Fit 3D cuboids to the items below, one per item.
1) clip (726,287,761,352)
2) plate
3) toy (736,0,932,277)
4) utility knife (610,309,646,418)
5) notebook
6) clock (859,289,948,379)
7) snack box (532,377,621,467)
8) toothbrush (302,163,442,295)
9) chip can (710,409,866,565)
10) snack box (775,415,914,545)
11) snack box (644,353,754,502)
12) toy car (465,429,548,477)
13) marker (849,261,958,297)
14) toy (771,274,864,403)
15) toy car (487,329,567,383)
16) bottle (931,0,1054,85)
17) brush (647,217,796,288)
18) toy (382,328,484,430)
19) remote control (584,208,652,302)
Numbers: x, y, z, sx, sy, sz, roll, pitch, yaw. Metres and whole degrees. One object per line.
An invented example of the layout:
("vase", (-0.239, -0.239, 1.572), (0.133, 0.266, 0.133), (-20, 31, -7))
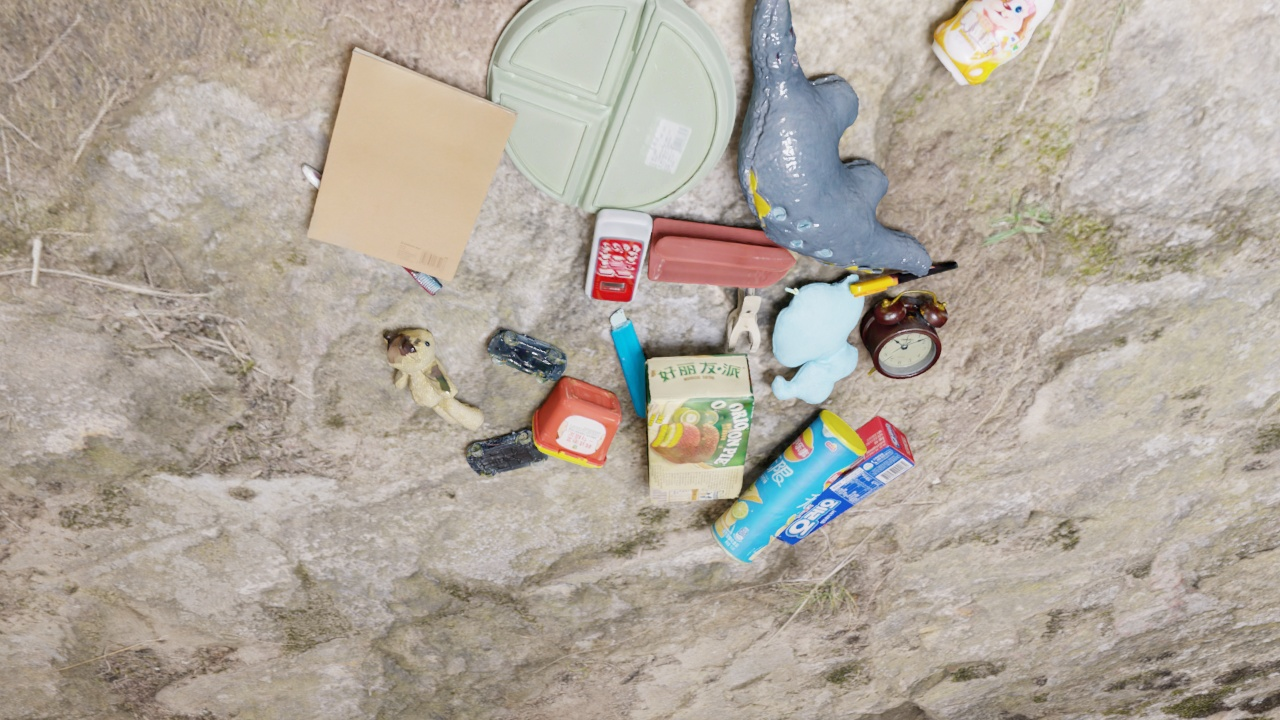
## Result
("clip", (0.114, -0.050, 1.000), (0.034, 0.070, 0.100), (-1, 137, 0))
("plate", (-0.028, -0.227, 0.834), (0.230, 0.027, 0.231), (3, 132, 4))
("toy", (0.162, -0.178, 0.861), (0.138, 0.091, 0.356), (-33, 127, 9))
("utility knife", (-0.006, 0.006, 1.057), (0.034, 0.018, 0.161), (-14, 128, 5))
("notebook", (-0.221, -0.174, 0.870), (0.149, 0.012, 0.212), (18, 131, -16))
("clock", (0.290, -0.033, 1.009), (0.082, 0.055, 0.122), (2, 133, -3))
("snack box", (-0.072, 0.072, 1.072), (0.091, 0.082, 0.080), (21, 117, -20))
("toothbrush", (-0.269, -0.131, 0.931), (0.017, 0.016, 0.187), (-33, 125, 14))
("chip can", (0.179, 0.158, 1.131), (0.071, 0.071, 0.211), (32, 110, -26))
("snack box", (0.245, 0.157, 1.168), (0.057, 0.058, 0.208), (33, 122, -27))
("snack box", (0.063, 0.085, 1.060), (0.114, 0.063, 0.240), (-3, 145, 0))
("toy car", (-0.163, 0.112, 1.131), (0.106, 0.031, 0.049), (-14, 130, 11))
("marker", (0.279, -0.087, 0.970), (0.123, 0.018, 0.015), (-14, 105, -10))
("toy", (0.194, -0.024, 1.014), (0.162, 0.049, 0.156), (-45, 130, 15))
("toy car", (-0.126, -0.008, 1.029), (0.090, 0.034, 0.043), (21, 129, -16))
("bottle", (0.308, -0.290, 0.787), (0.109, 0.063, 0.063), (-38, 122, 26))
("brush", (0.082, -0.105, 0.922), (0.145, 0.069, 0.063), (5, 94, -7))
("toy", (-0.232, 0.025, 1.042), (0.105, 0.066, 0.157), (18, 150, 41))
("remote control", (-0.024, -0.104, 0.935), (0.056, 0.020, 0.136), (6, 148, -7))
